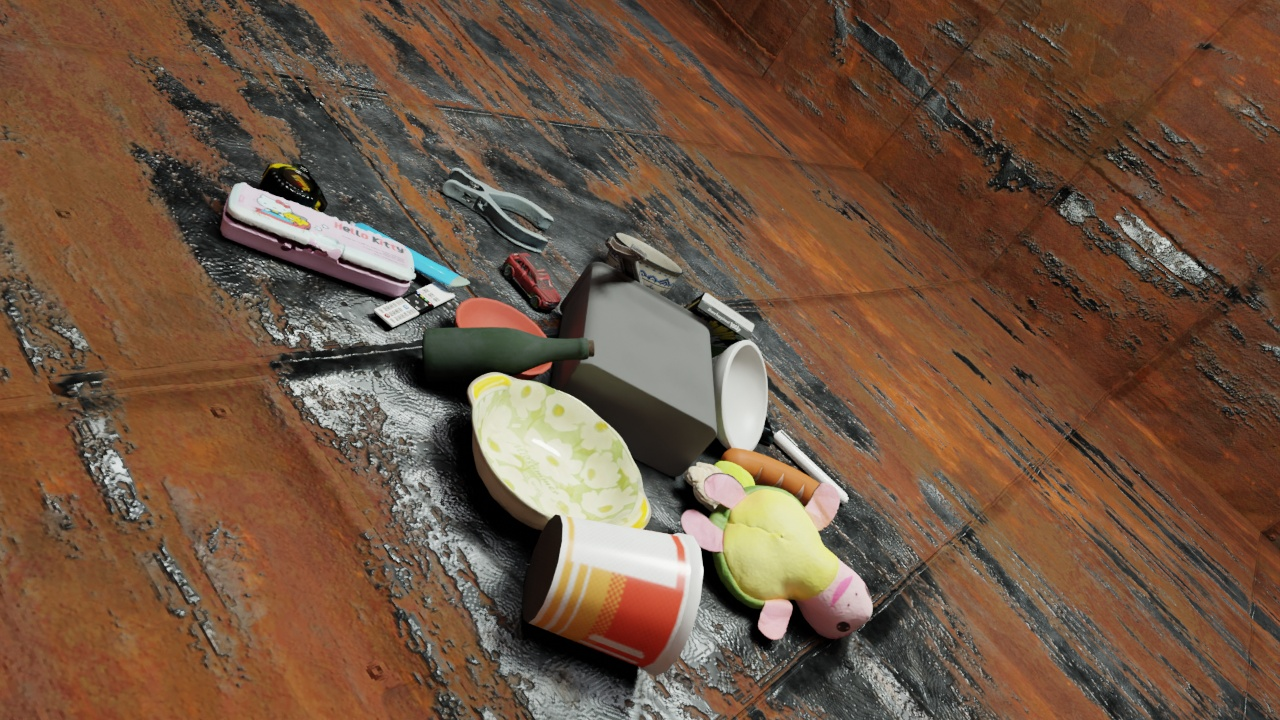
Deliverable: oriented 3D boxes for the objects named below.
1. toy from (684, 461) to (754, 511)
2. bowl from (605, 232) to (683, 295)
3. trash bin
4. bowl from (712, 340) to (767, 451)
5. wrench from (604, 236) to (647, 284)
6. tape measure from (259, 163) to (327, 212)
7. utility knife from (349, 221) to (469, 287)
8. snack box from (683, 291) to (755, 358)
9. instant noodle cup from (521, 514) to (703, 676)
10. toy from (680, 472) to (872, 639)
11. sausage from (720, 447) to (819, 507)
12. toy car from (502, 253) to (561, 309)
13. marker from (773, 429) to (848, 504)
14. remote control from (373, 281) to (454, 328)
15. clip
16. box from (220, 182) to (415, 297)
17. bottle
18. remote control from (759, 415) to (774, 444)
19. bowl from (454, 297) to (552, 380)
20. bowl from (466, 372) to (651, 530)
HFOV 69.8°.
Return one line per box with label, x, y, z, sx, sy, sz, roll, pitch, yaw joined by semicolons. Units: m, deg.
toy;0.098;0.152;1.065;0.115;0.046;0.092;20;35;-39
bowl;-0.001;-0.133;1.348;0.115;0.059;0.115;28;16;-9
trash bin;-0.007;0.007;1.112;0.191;0.098;0.219;28;31;-17
bowl;0.119;0.048;1.192;0.043;0.149;0.149;2;12;29
wrench;-0.011;-0.106;1.192;0.070;0.010;0.273;24;-10;8
tape measure;-0.390;-0.187;1.023;0.067;0.038;0.062;51;23;17
utility knife;-0.273;-0.123;1.071;0.158;0.015;0.031;30;31;2
snack box;0.089;-0.043;1.259;0.080;0.148;0.025;33;70;-10
instant noodle cup;-0.029;0.195;0.795;0.121;0.124;0.123;20;32;-16
toy;0.153;0.212;0.993;0.238;0.088;0.189;34;57;-8
sausage;0.171;0.149;1.161;0.164;0.039;0.044;25;50;-22
toy car;-0.138;-0.102;1.187;0.091;0.036;0.042;52;30;14
marker;0.234;0.146;1.259;0.133;0.020;0.017;44;7;10
remote control;-0.251;-0.061;1.020;0.028;0.012;0.124;40;28;4
clip;-0.196;-0.197;1.266;0.172;0.029;0.143;23;30;-25
box;-0.340;-0.132;0.984;0.202;0.045;0.086;20;31;-26
bottle;-0.134;-0.009;0.947;0.174;0.055;0.055;-3;39;-6
remote control;0.157;0.058;1.301;0.041;0.020;0.151;23;31;-27
bowl;-0.160;-0.017;1.034;0.122;0.035;0.121;28;30;-18
bowl;-0.092;0.106;0.904;0.219;0.060;0.188;41;28;6
